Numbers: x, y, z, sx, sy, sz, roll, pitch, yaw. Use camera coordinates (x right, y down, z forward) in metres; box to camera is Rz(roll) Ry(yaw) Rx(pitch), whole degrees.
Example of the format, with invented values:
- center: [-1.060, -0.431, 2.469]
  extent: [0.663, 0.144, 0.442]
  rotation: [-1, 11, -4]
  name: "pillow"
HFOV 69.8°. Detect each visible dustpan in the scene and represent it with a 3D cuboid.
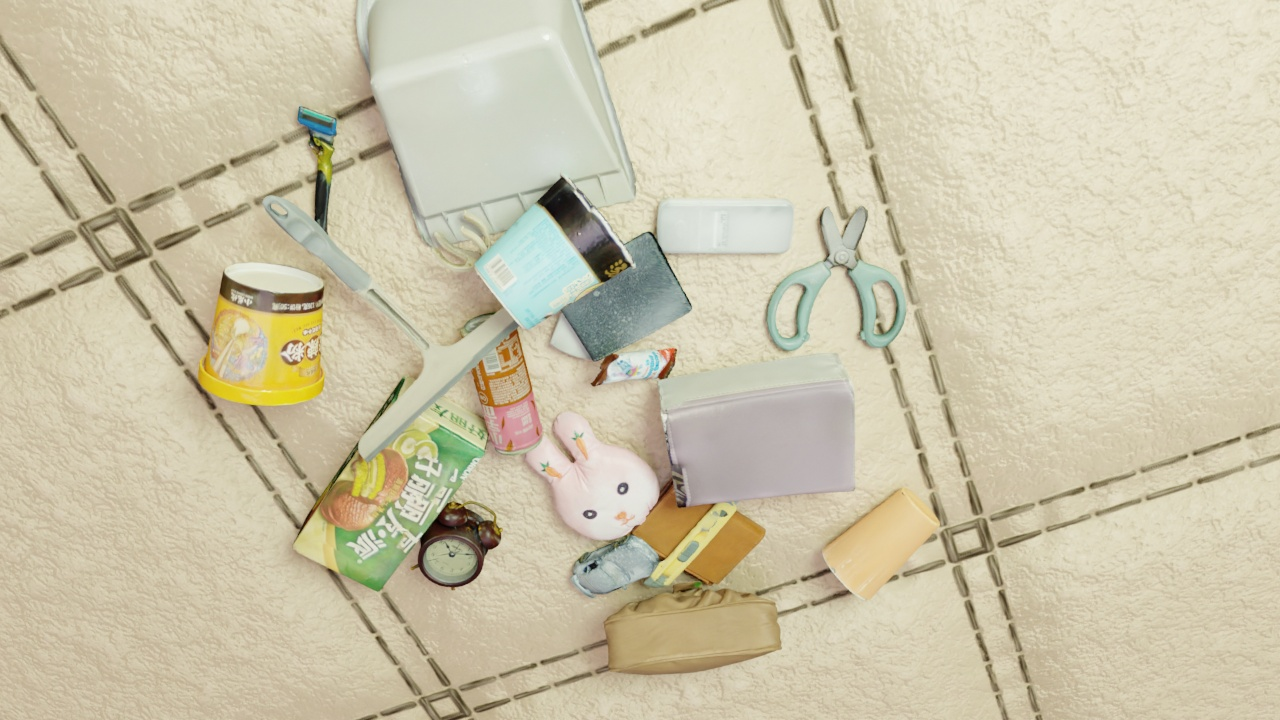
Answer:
- center: [-0.141, -0.262, 0.851]
  extent: [0.223, 0.142, 0.258]
  rotation: [-12, 146, 5]
  name: "dustpan"

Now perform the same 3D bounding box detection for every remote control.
- center: [-0.047, -0.064, 0.946]
  extent: [0.056, 0.019, 0.135]
  rotation: [19, 115, -10]
  name: "remote control"
- center: [0.084, -0.134, 0.912]
  extent: [0.136, 0.020, 0.056]
  rotation: [0, 118, -1]
  name: "remote control"

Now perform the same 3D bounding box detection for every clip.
- center: [-0.150, -0.108, 0.902]
  extent: [0.104, 0.034, 0.089]
  rotation: [23, 130, -22]
  name: "clip"

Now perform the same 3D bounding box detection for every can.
- center: [-0.145, 0.025, 0.969]
  extent: [0.058, 0.057, 0.147]
  rotation: [-9, 117, 4]
  name: "can"

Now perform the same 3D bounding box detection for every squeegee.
- center: [-0.263, -0.066, 0.883]
  extent: [0.246, 0.039, 0.246]
  rotation: [-42, 111, 4]
  name: "squeegee"

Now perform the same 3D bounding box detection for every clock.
- center: [-0.210, 0.208, 1.063]
  extent: [0.082, 0.055, 0.122]
  rotation: [32, 110, -16]
  name: "clock"

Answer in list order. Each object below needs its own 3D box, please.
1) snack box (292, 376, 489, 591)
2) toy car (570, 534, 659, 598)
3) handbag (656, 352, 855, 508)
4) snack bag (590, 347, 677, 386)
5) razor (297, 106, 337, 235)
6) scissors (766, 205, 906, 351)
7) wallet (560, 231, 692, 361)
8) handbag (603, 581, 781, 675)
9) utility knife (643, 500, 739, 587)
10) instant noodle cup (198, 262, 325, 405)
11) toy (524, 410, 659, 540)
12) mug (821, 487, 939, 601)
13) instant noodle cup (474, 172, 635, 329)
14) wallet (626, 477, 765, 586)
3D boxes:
- center: [-0.278, 0.141, 1.023]
  extent: [0.114, 0.063, 0.240]
  rotation: [33, 111, -17]
  name: "snack box"
- center: [-0.031, 0.244, 1.079]
  extent: [0.121, 0.036, 0.054]
  rotation: [-33, 107, 36]
  name: "toy car"
- center: [0.125, 0.078, 0.977]
  extent: [0.197, 0.098, 0.145]
  rotation: [-8, 115, 2]
  name: "handbag"
- center: [-0.006, 0.006, 0.957]
  extent: [0.105, 0.026, 0.045]
  rotation: [-6, 139, -42]
  name: "snack bag"
- center: [-0.308, -0.171, 0.887]
  extent: [0.043, 0.022, 0.143]
  rotation: [22, 121, 18]
  name: "razor"
- center: [0.218, -0.073, 0.947]
  extent: [0.176, 0.019, 0.175]
  rotation: [20, 114, -10]
  name: "scissors"
- center: [-0.020, -0.063, 0.926]
  extent: [0.121, 0.019, 0.097]
  rotation: [-27, 114, 10]
  name: "wallet"
- center: [0.061, 0.318, 1.088]
  extent: [0.204, 0.099, 0.148]
  rotation: [-6, 161, 1]
  name: "handbag"
- center: [0.065, 0.203, 1.056]
  extent: [0.031, 0.019, 0.175]
  rotation: [31, 105, -22]
  name: "utility knife"
- center: [-0.369, -0.030, 0.911]
  extent: [0.118, 0.118, 0.114]
  rotation: [12, 107, -7]
  name: "instant noodle cup"
- center: [-0.056, 0.133, 1.031]
  extent: [0.121, 0.054, 0.159]
  rotation: [-42, 102, 18]
  name: "toy"
- center: [0.281, 0.209, 1.062]
  extent: [0.078, 0.078, 0.123]
  rotation: [39, 105, -18]
  name: "mug"
- center: [-0.084, -0.093, 0.850]
  extent: [0.120, 0.111, 0.111]
  rotation: [-39, 112, -1]
  name: "instant noodle cup"
- center: [0.064, 0.203, 1.077]
  extent: [0.132, 0.031, 0.108]
  rotation: [33, 110, -15]
  name: "wallet"
